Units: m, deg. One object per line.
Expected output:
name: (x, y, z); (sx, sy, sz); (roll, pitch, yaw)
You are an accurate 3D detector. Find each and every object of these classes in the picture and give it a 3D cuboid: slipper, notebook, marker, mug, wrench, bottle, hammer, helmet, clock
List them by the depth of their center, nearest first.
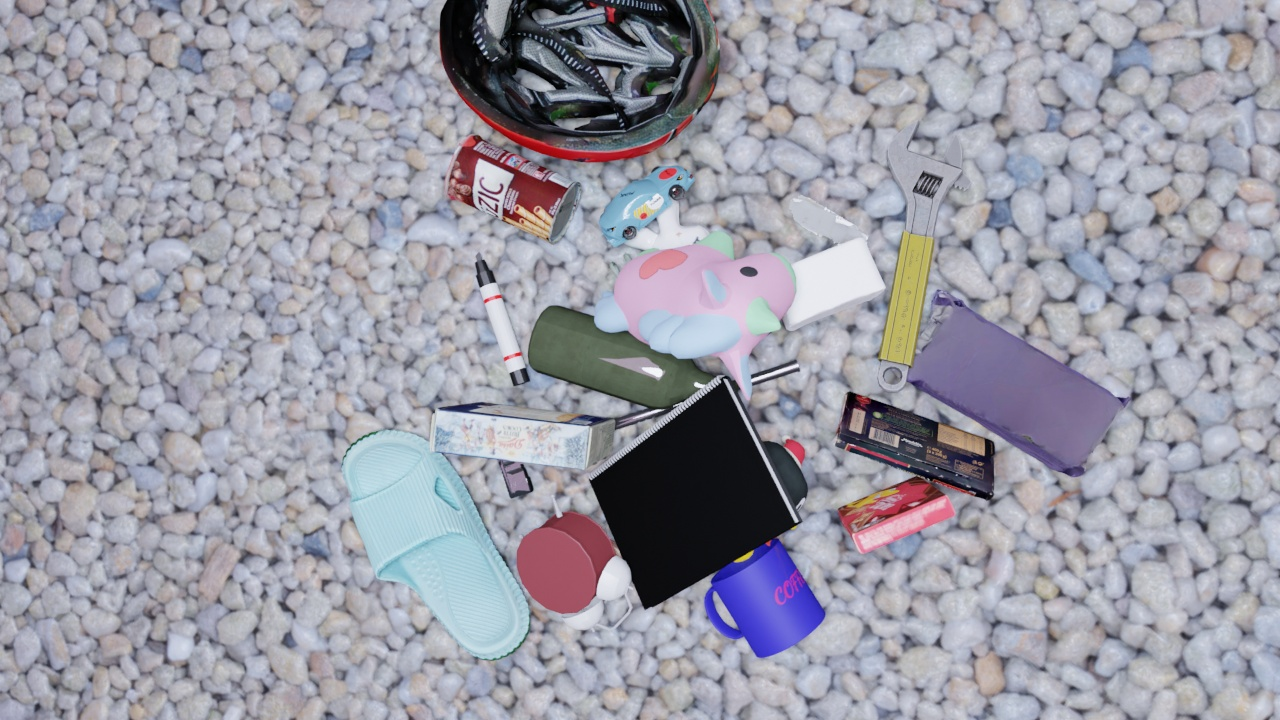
notebook: (0.042, 0.128, 0.866); (0.207, 0.016, 0.149); (-40, 66, 37)
helmet: (-0.055, -0.297, 0.876); (0.272, 0.167, 0.217); (21, 92, 7)
wrench: (0.261, -0.102, 0.885); (0.084, 0.018, 0.273); (11, 81, 18)
mug: (0.113, 0.238, 0.902); (0.111, 0.079, 0.083); (-35, 85, 34)
bottle: (-0.005, 0.005, 0.906); (0.207, 0.071, 0.071); (17, 91, 12)
clock: (-0.066, 0.209, 0.917); (0.137, 0.048, 0.096); (44, 119, 10)
hammer: (0.004, 0.049, 0.943); (0.325, 0.015, 0.095); (-18, 86, 6)
slipper: (-0.213, 0.190, 0.944); (0.116, 0.069, 0.276); (-35, 86, 2)
marker: (-0.148, -0.044, 0.960); (0.019, 0.019, 0.145); (-20, 87, 6)

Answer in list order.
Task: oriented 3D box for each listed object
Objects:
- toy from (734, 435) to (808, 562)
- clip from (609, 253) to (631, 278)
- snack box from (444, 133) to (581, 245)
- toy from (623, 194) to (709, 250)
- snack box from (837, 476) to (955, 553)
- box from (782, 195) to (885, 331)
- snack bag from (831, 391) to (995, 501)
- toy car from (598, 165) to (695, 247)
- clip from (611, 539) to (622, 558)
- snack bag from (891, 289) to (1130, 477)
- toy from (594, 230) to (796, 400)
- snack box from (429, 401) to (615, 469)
toy: (0.114, 0.125, 0.888); (0.119, 0.097, 0.099); (-33, 82, 3)
clip: (-0.004, -0.073, 0.941); (0.047, 0.023, 0.076); (-31, 88, 4)
snack box: (-0.129, -0.173, 0.933); (0.121, 0.072, 0.072); (26, 92, 6)
toy: (0.038, -0.107, 0.927); (0.076, 0.037, 0.125); (-40, 78, 12)
snack box: (0.233, 0.141, 0.852); (0.089, 0.133, 0.021); (-24, 87, 6)
box: (0.165, -0.105, 0.877); (0.103, 0.110, 0.130); (-23, 88, 7)
snack bag: (0.266, 0.080, 0.884); (0.155, 0.074, 0.018); (20, 134, 7)
toy car: (0.001, -0.164, 0.922); (0.108, 0.060, 0.027); (-39, 129, 5)
clip: (-0.025, 0.200, 0.938); (0.025, 0.047, 0.062); (-50, 57, 4)
snack bag: (0.352, 0.023, 0.876); (0.205, 0.058, 0.096); (31, 94, 6)
toy: (0.038, -0.048, 0.821); (0.223, 0.170, 0.120); (-7, 118, 30)
snack box: (-0.106, 0.069, 0.875); (0.145, 0.144, 0.042); (5, 91, 8)
